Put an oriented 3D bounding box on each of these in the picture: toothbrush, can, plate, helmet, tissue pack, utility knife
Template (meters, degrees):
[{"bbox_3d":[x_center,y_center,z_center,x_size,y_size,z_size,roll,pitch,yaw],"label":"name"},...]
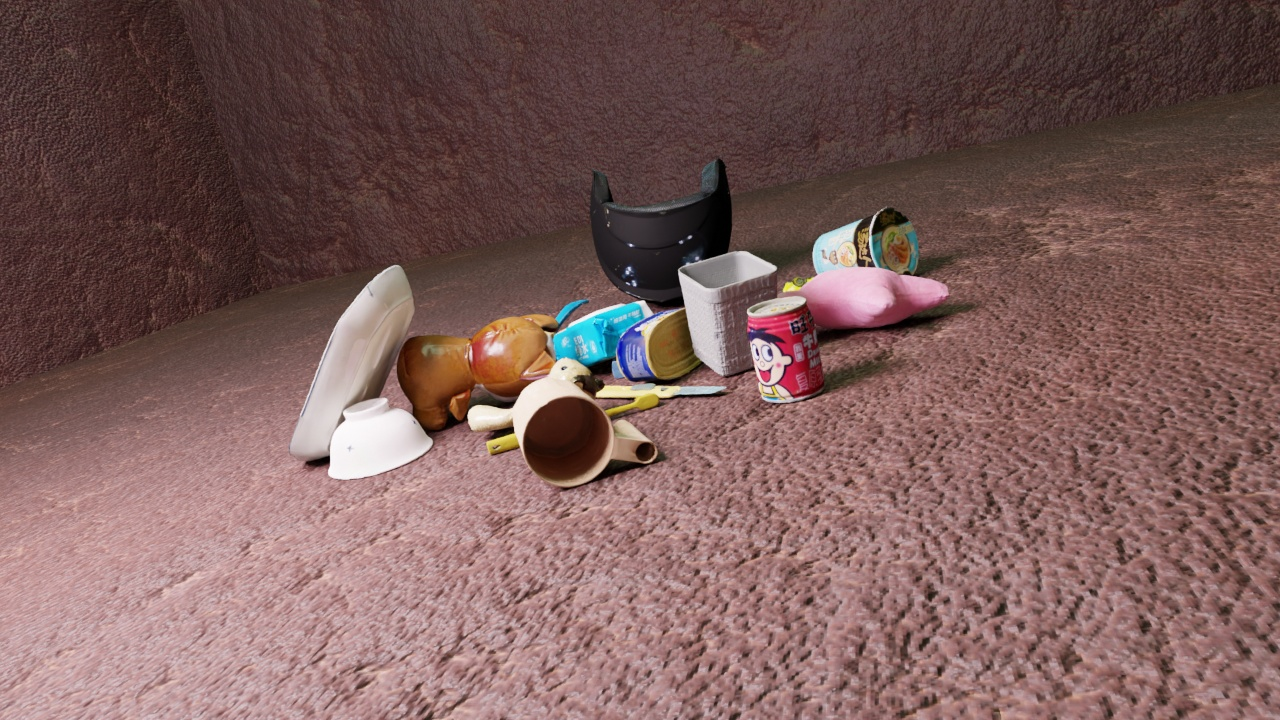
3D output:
[{"bbox_3d":[-0.071,0.066,0.979,0.190,0.016,0.016,-16,10,-11],"label":"toothbrush"},{"bbox_3d":[0.031,-0.019,1.100,0.049,0.074,0.147,-7,14,36],"label":"can"},{"bbox_3d":[-0.325,0.012,1.064,0.034,0.266,0.161,30,24,1],"label":"plate"},{"bbox_3d":[0.145,-0.012,0.922,0.066,0.094,0.066,-12,14,3],"label":"can"},{"bbox_3d":[0.036,-0.210,1.520,0.233,0.230,0.274,-2,6,7],"label":"helmet"},{"bbox_3d":[-0.048,-0.032,1.189,0.089,0.063,0.140,-20,0,-33],"label":"tissue pack"},{"bbox_3d":[0.007,0.036,1.038,0.207,0.021,0.030,4,27,36],"label":"utility knife"}]

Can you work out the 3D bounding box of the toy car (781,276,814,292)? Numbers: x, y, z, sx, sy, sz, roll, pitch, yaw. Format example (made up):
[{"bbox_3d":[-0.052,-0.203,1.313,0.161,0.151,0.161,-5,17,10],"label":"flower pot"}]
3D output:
[{"bbox_3d":[0.246,-0.092,1.249,0.105,0.048,0.032,-7,60,9],"label":"toy car"}]

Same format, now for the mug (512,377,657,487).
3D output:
[{"bbox_3d":[-0.056,0.066,0.862,0.124,0.084,0.103,9,7,-16],"label":"mug"}]

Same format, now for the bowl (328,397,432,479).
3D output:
[{"bbox_3d":[-0.300,0.080,1.031,0.118,0.065,0.118,-12,14,3],"label":"bowl"}]

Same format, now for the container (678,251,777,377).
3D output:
[{"bbox_3d":[0.105,-0.052,1.053,0.090,0.114,0.090,-17,27,-17],"label":"container"}]

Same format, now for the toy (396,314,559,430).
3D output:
[{"bbox_3d":[-0.188,0.011,1.108,0.199,0.130,0.140,-21,47,3],"label":"toy"}]

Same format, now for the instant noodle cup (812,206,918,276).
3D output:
[{"bbox_3d":[0.317,-0.153,1.320,0.111,0.111,0.121,-25,10,-38],"label":"instant noodle cup"}]

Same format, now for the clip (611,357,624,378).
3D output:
[{"bbox_3d":[-0.007,0.006,1.136,0.057,0.025,0.033,-7,20,4],"label":"clip"}]

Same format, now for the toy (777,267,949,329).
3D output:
[{"bbox_3d":[0.273,-0.076,1.110,0.195,0.074,0.178,1,10,34],"label":"toy"}]

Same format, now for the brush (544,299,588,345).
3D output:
[{"bbox_3d":[-0.131,-0.050,1.401,0.083,0.046,0.254,-11,20,21],"label":"brush"}]

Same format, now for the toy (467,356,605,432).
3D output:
[{"bbox_3d":[-0.117,0.045,1.003,0.157,0.066,0.105,-20,-13,21],"label":"toy"}]
